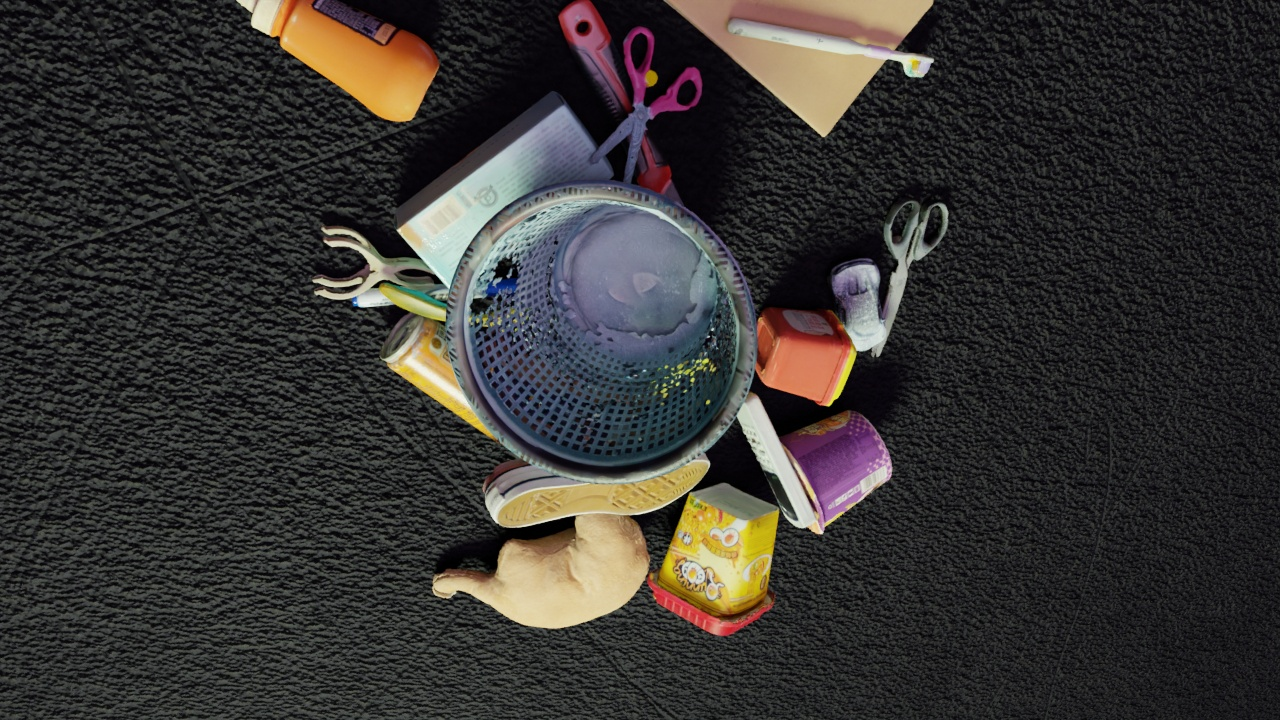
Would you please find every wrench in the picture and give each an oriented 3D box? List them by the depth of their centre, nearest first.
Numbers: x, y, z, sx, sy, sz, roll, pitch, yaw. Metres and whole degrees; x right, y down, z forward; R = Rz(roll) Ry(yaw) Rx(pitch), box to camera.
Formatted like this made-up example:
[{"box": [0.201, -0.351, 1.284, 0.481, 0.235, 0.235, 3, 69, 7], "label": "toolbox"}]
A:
[{"box": [-0.002, -0.178, 0.795, 0.056, 0.016, 0.273, -25, 122, -2], "label": "wrench"}]

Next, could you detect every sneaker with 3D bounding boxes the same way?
[{"box": [-0.043, 0.098, 0.889, 0.240, 0.087, 0.119, -4, 140, -32], "label": "sneaker"}]

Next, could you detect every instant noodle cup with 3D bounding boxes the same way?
[{"box": [0.200, 0.109, 0.964, 0.099, 0.111, 0.112, -28, 122, -10], "label": "instant noodle cup"}, {"box": [0.085, 0.204, 0.969, 0.115, 0.116, 0.124, -4, 112, -54], "label": "instant noodle cup"}]

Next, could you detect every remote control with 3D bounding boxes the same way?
[{"box": [0.133, 0.100, 0.931, 0.021, 0.058, 0.150, -27, 97, -8], "label": "remote control"}]

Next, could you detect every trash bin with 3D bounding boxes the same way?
[{"box": [-0.018, -0.043, 0.739, 0.227, 0.194, 0.227, 3, 108, 8], "label": "trash bin"}]

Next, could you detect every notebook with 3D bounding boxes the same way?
[{"box": [0.132, -0.305, 0.767, 0.207, 0.008, 0.148, 31, 106, -28], "label": "notebook"}]

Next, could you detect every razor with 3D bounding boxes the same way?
[{"box": [-0.161, -0.046, 0.797, 0.132, 0.028, 0.043, 11, 144, -31], "label": "razor"}]

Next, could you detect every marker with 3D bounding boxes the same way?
[{"box": [-0.178, -0.060, 0.809, 0.145, 0.017, 0.017, -5, 119, -13], "label": "marker"}]

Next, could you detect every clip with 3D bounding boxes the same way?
[{"box": [-0.228, -0.088, 0.770, 0.102, 0.035, 0.095, -16, 123, -12], "label": "clip"}]

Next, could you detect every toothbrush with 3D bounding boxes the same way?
[{"box": [0.162, -0.267, 0.780, 0.189, 0.029, 0.020, 5, 75, -17], "label": "toothbrush"}]

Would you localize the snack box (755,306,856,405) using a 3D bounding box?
[{"box": [0.154, -0.010, 0.890, 0.080, 0.091, 0.082, 11, 115, -13], "label": "snack box"}]

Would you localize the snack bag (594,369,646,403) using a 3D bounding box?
[{"box": [-0.005, 0.005, 0.888, 0.045, 0.026, 0.105, 36, 104, -11], "label": "snack bag"}]

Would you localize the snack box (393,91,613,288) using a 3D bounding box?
[{"box": [-0.114, -0.139, 0.763, 0.175, 0.051, 0.074, -35, 123, 5], "label": "snack box"}]

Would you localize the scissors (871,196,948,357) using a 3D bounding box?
[{"box": [0.251, -0.083, 0.924, 0.133, 0.014, 0.175, 34, 108, -30], "label": "scissors"}]

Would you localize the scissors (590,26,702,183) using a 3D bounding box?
[{"box": [0.008, -0.202, 0.759, 0.108, 0.017, 0.135, 10, 91, -34], "label": "scissors"}]

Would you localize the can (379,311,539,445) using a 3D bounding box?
[{"box": [-0.161, 0.017, 0.832, 0.058, 0.058, 0.146, -44, 120, 10], "label": "can"}]

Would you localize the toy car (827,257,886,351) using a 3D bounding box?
[{"box": [0.217, -0.052, 0.914, 0.049, 0.031, 0.106, -14, 123, 6], "label": "toy car"}]

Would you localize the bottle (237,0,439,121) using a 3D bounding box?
[{"box": [-0.226, -0.236, 0.676, 0.149, 0.066, 0.067, 27, 108, -19], "label": "bottle"}]

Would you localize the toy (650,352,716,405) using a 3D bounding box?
[{"box": [0.043, 0.040, 0.919, 0.097, 0.031, 0.100, -39, 122, 10], "label": "toy"}]

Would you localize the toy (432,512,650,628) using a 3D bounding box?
[{"box": [-0.100, 0.228, 0.959, 0.226, 0.082, 0.143, -22, 118, 1], "label": "toy"}]
